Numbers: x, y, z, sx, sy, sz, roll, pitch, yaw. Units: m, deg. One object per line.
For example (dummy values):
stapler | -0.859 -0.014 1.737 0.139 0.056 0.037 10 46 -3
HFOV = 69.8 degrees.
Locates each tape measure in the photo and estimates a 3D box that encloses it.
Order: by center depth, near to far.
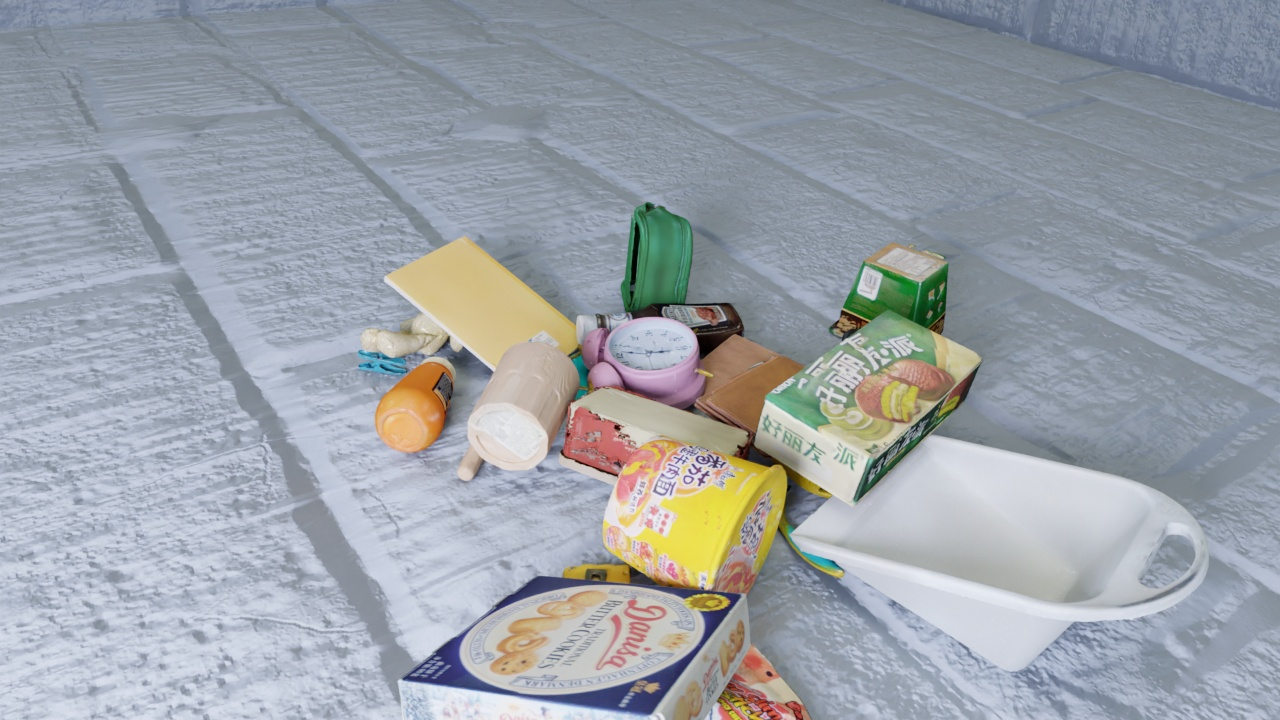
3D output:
tape measure | -0.036 0.190 0.753 0.060 0.029 0.057 1 34 -4

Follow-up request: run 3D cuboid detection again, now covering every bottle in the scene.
bottle | -0.223 0.036 0.946 0.067 0.067 0.149 6 26 2
bottle | 0.022 -0.038 1.095 0.194 0.044 0.079 -2 33 -12

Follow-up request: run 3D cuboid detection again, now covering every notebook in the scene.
notebook | -0.174 -0.059 1.067 0.206 0.010 0.145 39 40 8

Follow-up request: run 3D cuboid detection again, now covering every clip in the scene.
clip | -0.288 0.003 1.022 0.057 0.047 0.014 12 31 1

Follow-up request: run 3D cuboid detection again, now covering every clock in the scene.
clock | -0.006 0.006 1.002 0.158 0.060 0.117 -9 39 -4

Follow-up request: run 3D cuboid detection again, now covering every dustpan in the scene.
dustpan | 0.306 0.131 0.763 0.258 0.143 0.222 38 44 23

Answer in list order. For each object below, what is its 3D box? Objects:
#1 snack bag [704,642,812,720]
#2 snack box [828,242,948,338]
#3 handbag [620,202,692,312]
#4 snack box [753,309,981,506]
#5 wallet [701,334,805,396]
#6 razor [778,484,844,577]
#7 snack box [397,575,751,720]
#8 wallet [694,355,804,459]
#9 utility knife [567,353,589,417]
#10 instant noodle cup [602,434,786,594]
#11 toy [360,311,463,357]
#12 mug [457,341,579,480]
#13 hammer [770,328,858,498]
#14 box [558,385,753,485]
snack bag | 0.023 0.258 0.635 0.207 0.073 0.128 -12 35 -36
snack box | 0.317 -0.078 1.139 0.118 0.106 0.117 26 39 31
handbag | 0.017 -0.127 1.158 0.068 0.131 0.120 1 30 -13
snack box | 0.224 0.038 0.888 0.114 0.063 0.239 32 42 29
wallet | 0.115 0.020 1.022 0.101 0.020 0.115 -37 46 -24
razor | 0.144 0.154 0.829 0.043 0.028 0.132 22 18 -34
snack box | -0.035 0.204 0.623 0.183 0.046 0.177 -2 8 23
wallet | 0.132 0.039 0.938 0.130 0.035 0.119 -25 44 -38
utility knife | -0.066 0.033 1.010 0.029 0.013 0.151 4 30 -6
instant noodle cup | 0.042 0.130 0.754 0.110 0.138 0.137 21 37 24
toy | -0.247 -0.038 1.049 0.105 0.066 0.156 6 21 35
mug | -0.125 0.054 0.886 0.084 0.125 0.103 42 32 -14
hammer | 0.221 0.050 0.998 0.129 0.033 0.299 13 34 11
box | 0.015 0.076 0.871 0.168 0.081 0.091 17 20 20
